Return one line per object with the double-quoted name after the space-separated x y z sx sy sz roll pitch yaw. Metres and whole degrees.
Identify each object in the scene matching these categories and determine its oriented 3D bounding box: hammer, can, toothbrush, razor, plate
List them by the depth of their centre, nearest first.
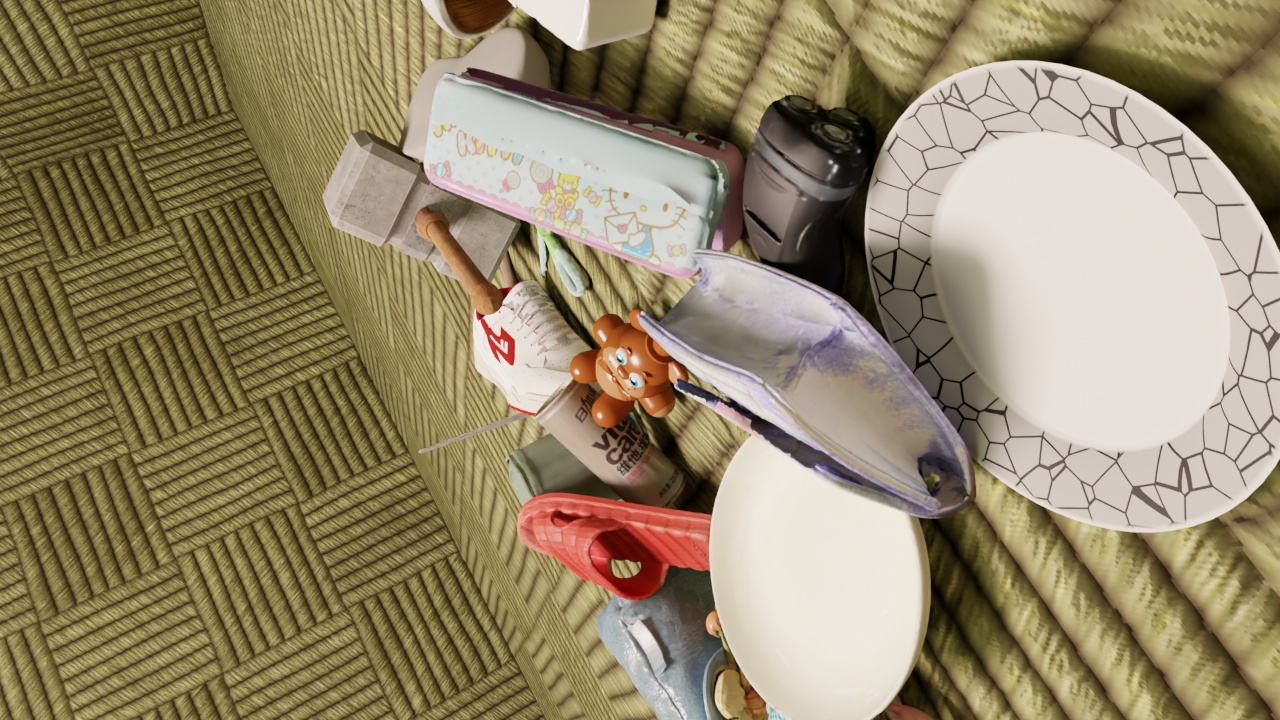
0.159 -0.023 0.356 0.188 0.016 0.189 50 155 34 "plate"
0.084 -0.068 0.450 0.053 0.063 0.141 51 170 30 "razor"
0.108 0.123 0.549 0.183 0.034 0.182 -9 80 58 "plate"
-0.164 -0.098 0.775 0.083 0.162 0.317 -61 31 10 "hammer"
-0.025 0.075 0.789 0.135 0.054 0.054 44 161 -8 "can"
-0.134 0.057 0.910 0.010 0.181 0.010 56 153 30 "toothbrush"

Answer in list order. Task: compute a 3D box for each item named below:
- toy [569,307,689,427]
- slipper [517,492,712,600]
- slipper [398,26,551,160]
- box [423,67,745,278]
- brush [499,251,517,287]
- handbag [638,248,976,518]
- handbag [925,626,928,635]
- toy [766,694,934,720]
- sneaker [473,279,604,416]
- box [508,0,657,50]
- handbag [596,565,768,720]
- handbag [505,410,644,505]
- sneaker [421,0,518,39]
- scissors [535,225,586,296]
-0.004 0.004 0.713 0.095 0.065 0.128 55 154 -1 "toy"
-0.015 0.160 0.760 0.249 0.059 0.103 -5 141 39 "slipper"
-0.121 -0.196 0.752 0.266 0.080 0.113 15 84 57 "slipper"
-0.039 -0.120 0.561 0.214 0.064 0.078 23 127 25 "box"
-0.138 -0.069 1.012 0.039 0.012 0.151 29 139 57 "brush"
0.077 0.016 0.462 0.126 0.069 0.159 43 175 -29 "handbag"
0.144 0.165 0.598 0.055 0.029 0.120 60 164 16 "handbag"
0.136 0.238 0.627 0.205 0.131 0.105 124 141 -79 "toy"
-0.102 -0.022 0.900 0.237 0.090 0.104 31 130 57 "sneaker"
-0.024 -0.248 0.518 0.107 0.091 0.103 45 144 31 "box"
0.056 0.257 0.792 0.192 0.121 0.119 56 141 27 "handbag"
-0.060 0.098 0.868 0.067 0.121 0.106 56 161 26 "handbag"
-0.112 -0.335 0.533 0.127 0.120 0.295 42 149 20 "sneaker"
-0.092 -0.126 0.840 0.172 0.021 0.172 52 160 27 "scissors"
